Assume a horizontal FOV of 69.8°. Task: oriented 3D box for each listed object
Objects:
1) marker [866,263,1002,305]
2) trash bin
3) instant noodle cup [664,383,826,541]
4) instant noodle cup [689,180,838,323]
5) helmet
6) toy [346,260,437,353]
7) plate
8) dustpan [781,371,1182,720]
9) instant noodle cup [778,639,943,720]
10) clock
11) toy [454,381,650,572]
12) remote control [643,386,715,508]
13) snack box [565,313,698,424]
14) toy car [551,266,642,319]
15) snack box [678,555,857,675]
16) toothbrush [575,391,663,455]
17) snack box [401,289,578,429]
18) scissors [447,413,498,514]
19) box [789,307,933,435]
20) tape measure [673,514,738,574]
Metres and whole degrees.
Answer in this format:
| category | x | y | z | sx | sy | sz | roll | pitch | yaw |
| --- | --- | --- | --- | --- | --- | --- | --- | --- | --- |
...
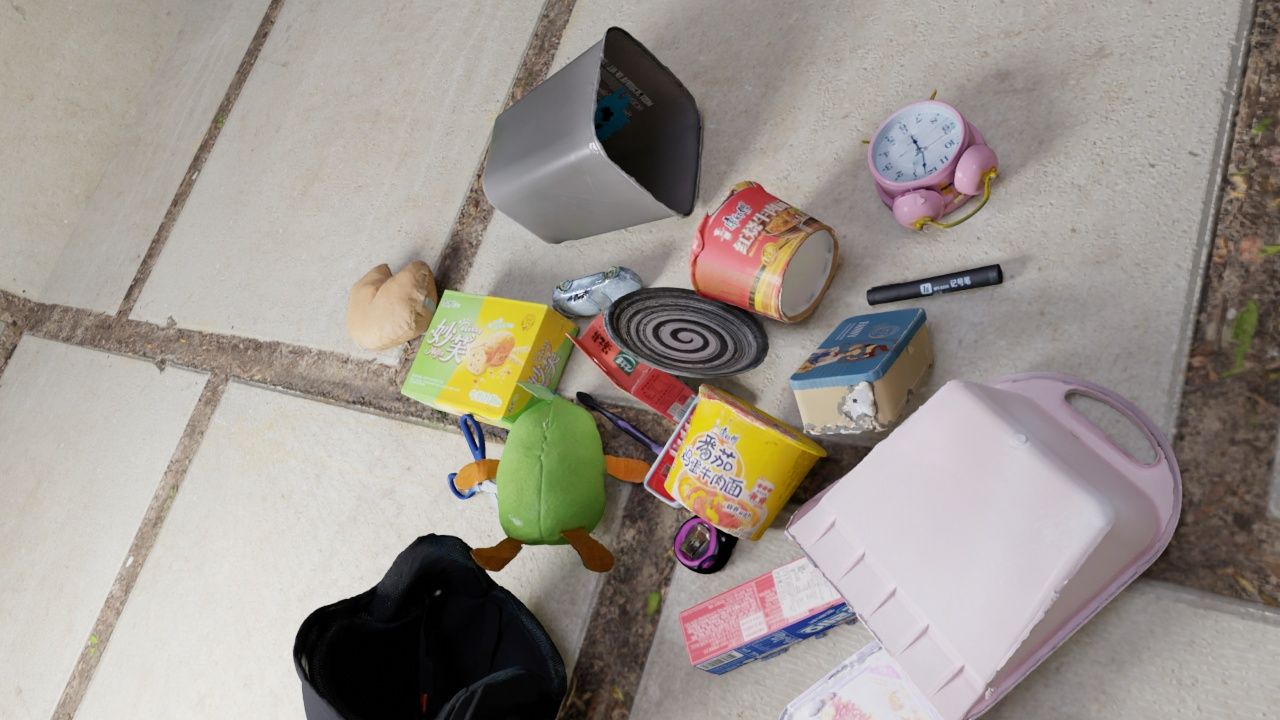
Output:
| category | x | y | z | sx | sy | sz | roll | pitch | yaw |
| --- | --- | --- | --- | --- | --- | --- | --- | --- | --- |
| marker | 0.291 | -0.074 | 0.912 | 0.132 | 0.020 | 0.022 | -10 | 33 | 34 |
| trash bin | -0.065 | -0.266 | 1.166 | 0.220 | 0.199 | 0.198 | -14 | 58 | 38 |
| instant noodle cup | 0.095 | 0.102 | 0.896 | 0.138 | 0.138 | 0.110 | 34 | 97 | 42 |
| instant noodle cup | 0.137 | -0.107 | 0.975 | 0.109 | 0.138 | 0.138 | 30 | 86 | 33 |
| helmet | -0.210 | 0.327 | 0.913 | 0.233 | 0.274 | 0.230 | 43 | 122 | 51 |
| toy | -0.396 | -0.079 | 1.383 | 0.226 | 0.082 | 0.143 | 1 | 63 | 40 |
| plate | 0.048 | -0.026 | 0.983 | 0.179 | 0.179 | 0.024 | 46 | 136 | 41 |
| dustpan | 0.298 | 0.134 | 0.765 | 0.274 | 0.138 | 0.222 | -53 | 50 | 21 |
| instant noodle cup | 0.209 | 0.329 | 0.738 | 0.138 | 0.060 | 0.173 | -41 | 51 | 12 |
| clock | 0.299 | -0.197 | 0.941 | 0.117 | 0.059 | 0.158 | -33 | 54 | 19 |
| toy | -0.100 | 0.134 | 1.030 | 0.227 | 0.090 | 0.246 | -1 | 48 | 3 |
| remote control | 0.057 | 0.092 | 0.992 | 0.056 | 0.020 | 0.136 | 30 | 85 | 38 |
| snack box | -0.006 | 0.006 | 1.016 | 0.044 | 0.127 | 0.113 | -50 | 49 | 5 |
| toy car | -0.054 | -0.083 | 1.146 | 0.121 | 0.054 | 0.036 | -16 | 56 | 28 |
| snack box | 0.139 | 0.225 | 0.844 | 0.208 | 0.057 | 0.058 | -30 | 50 | 21 |
| toothbrush | -0.013 | 0.079 | 1.062 | 0.189 | 0.016 | 0.014 | 32 | 91 | 39 |
| snack box | -0.199 | 0.000 | 1.198 | 0.210 | 0.070 | 0.157 | 11 | 75 | 39 |
| scissors | -0.194 | 0.146 | 1.125 | 0.163 | 0.012 | 0.176 | -24 | 81 | 48 |
| box | 0.210 | 0.005 | 0.848 | 0.090 | 0.059 | 0.183 | -8 | 20 | 33 |
| tape measure | 0.063 | 0.186 | 0.930 | 0.057 | 0.039 | 0.058 | 34 | 89 | 42 |
